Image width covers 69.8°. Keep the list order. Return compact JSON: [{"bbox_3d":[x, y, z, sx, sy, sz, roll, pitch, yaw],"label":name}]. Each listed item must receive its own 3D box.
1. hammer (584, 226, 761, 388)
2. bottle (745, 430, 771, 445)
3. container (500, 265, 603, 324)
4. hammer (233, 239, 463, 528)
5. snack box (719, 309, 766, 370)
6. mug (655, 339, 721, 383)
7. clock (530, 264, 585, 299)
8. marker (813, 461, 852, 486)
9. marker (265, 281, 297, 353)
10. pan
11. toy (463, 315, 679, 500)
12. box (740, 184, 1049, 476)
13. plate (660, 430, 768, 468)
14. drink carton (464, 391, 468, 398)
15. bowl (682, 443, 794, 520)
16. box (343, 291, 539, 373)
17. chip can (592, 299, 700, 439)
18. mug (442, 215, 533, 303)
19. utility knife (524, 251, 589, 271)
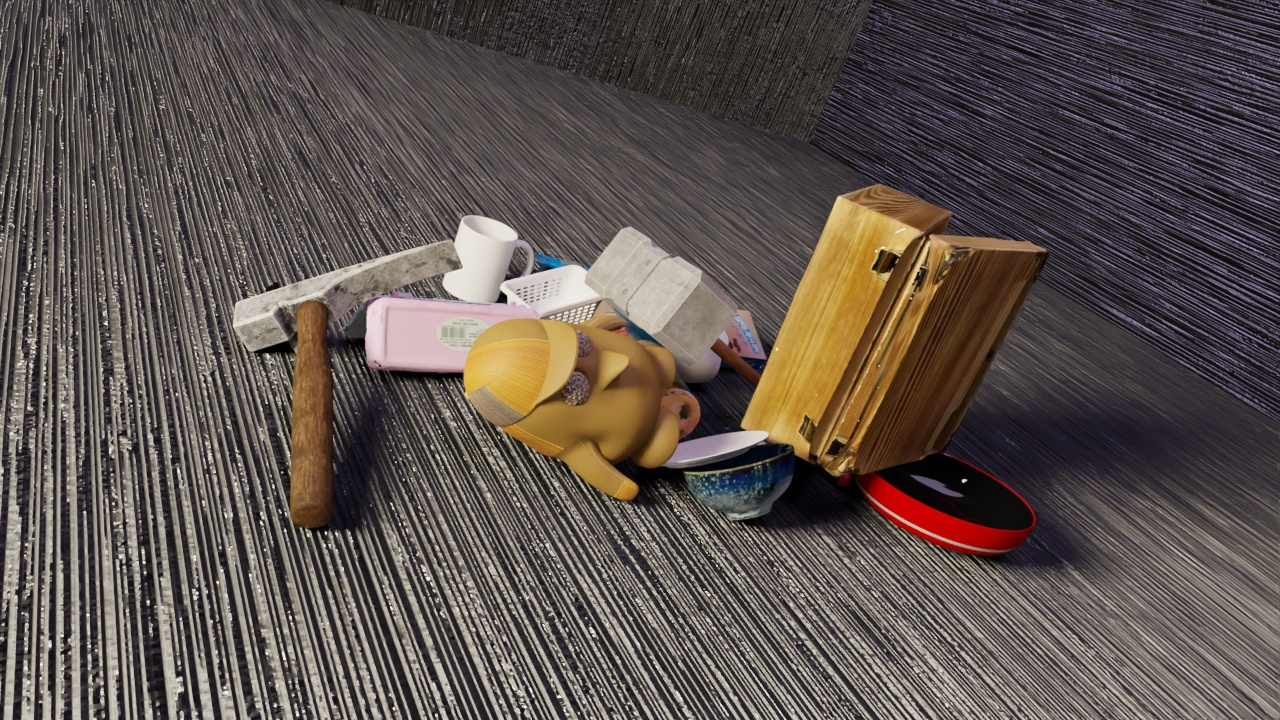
[{"bbox_3d":[0.090,-0.018,1.086,0.317,0.083,0.163,38,1,-41],"label":"hammer"},{"bbox_3d":[0.140,0.097,1.050,0.051,0.051,0.145,28,23,13],"label":"bottle"},{"bbox_3d":[-0.109,-0.072,1.168,0.129,0.050,0.081,-20,46,-40],"label":"container"},{"bbox_3d":[-0.248,0.013,0.799,0.217,0.037,0.300,-18,43,-4],"label":"hammer"},{"bbox_3d":[0.099,-0.035,1.281,0.151,0.034,0.087,6,53,-32],"label":"snack box"},{"bbox_3d":[0.063,-0.022,1.168,0.089,0.107,0.071,21,19,-24],"label":"mug"},{"bbox_3d":[-0.105,-0.099,1.273,0.122,0.035,0.094,23,23,-2],"label":"clock"},{"bbox_3d":[0.200,0.105,1.123,0.023,0.021,0.145,-24,47,-30],"label":"marker"},{"bbox_3d":[-0.364,-0.044,0.942,0.016,0.022,0.138,9,25,-41],"label":"marker"},{"bbox_3d":[0.317,0.124,1.132,0.208,0.067,0.356,6,21,-33],"label":"pan"},{"bbox_3d":[-0.068,0.022,0.873,0.203,0.163,0.198,20,55,-36],"label":"toy"},{"bbox_3d":[0.277,-0.024,1.007,0.215,0.280,0.256,29,24,18],"label":"box"},{"bbox_3d":[0.068,0.095,0.954,0.134,0.011,0.134,-12,2,0],"label":"plate"},{"bbox_3d":[-0.122,0.029,0.975,0.058,0.041,0.122,37,27,30],"label":"drink carton"},{"bbox_3d":[0.105,0.126,0.925,0.114,0.061,0.114,-14,2,0],"label":"bowl"},{"bbox_3d":[-0.215,-0.031,0.999,0.201,0.088,0.095,1,2,-40],"label":"box"},{"bbox_3d":[-0.006,0.006,1.088,0.079,0.080,0.229,10,26,-26],"label":"chip can"},{"bbox_3d":[-0.191,-0.127,1.187,0.110,0.091,0.073,6,29,-34],"label":"mug"},{"bbox_3d":[-0.079,-0.126,1.292,0.173,0.015,0.031,15,29,-21],"label":"utility knife"}]
